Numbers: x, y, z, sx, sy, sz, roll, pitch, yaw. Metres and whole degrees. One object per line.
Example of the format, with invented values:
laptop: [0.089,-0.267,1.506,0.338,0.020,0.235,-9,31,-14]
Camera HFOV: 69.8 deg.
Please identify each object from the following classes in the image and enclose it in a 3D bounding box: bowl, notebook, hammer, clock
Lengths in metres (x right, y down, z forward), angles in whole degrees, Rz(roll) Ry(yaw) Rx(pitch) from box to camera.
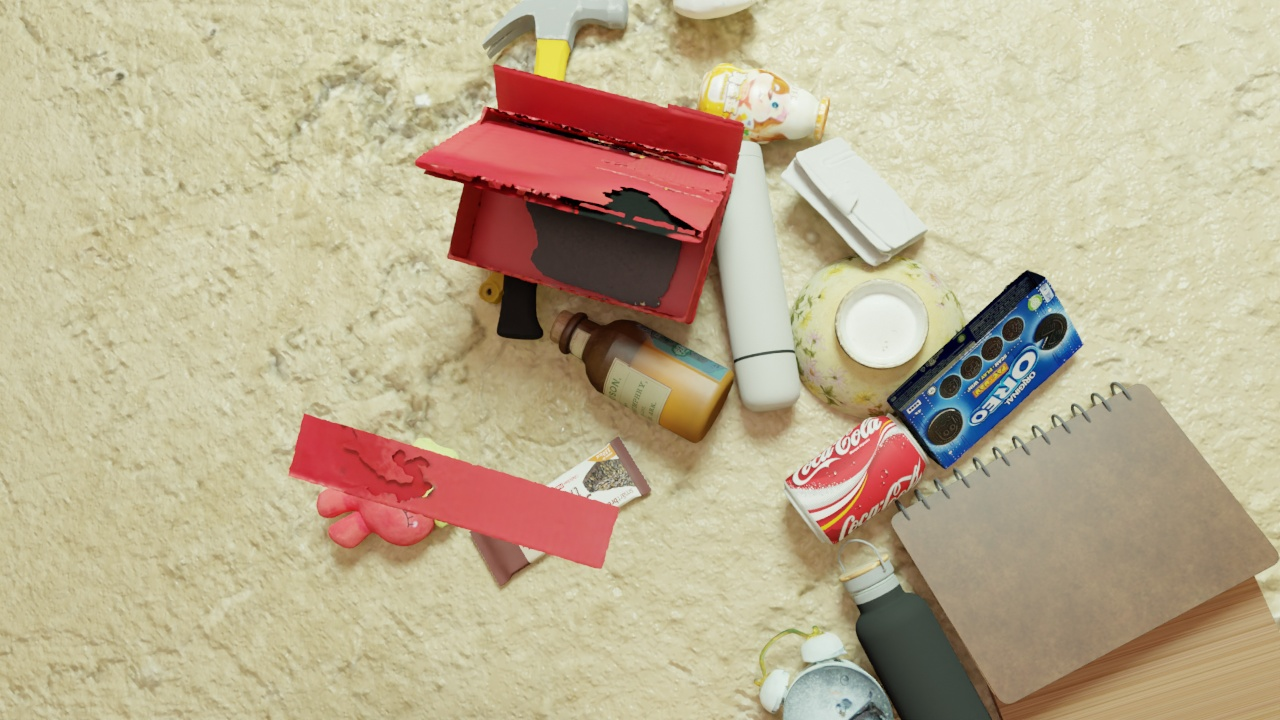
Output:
bowl: [0.193,-0.026,0.743,0.145,0.063,0.145,-1,82,9]
notebook: [0.327,0.132,0.701,0.225,0.024,0.167,-29,68,3]
hammer: [-0.091,-0.177,0.814,0.127,0.029,0.323,5,80,8]
notebook: [0.372,0.224,0.702,0.210,0.022,0.169,-20,81,7]
clock: [0.143,0.264,0.718,0.083,0.057,0.117,-42,78,3]

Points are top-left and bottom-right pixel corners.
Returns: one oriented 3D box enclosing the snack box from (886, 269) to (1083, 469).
snack box: [0.271,0.009,0.720,0.150,0.027,0.082,-44,120,3]

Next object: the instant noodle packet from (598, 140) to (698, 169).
instant noodle packet: [-0.003,-0.133,0.803,0.099,0.039,0.135,8,85,18]

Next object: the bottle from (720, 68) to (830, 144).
bottle: [0.104,-0.215,0.781,0.109,0.063,0.063,13,85,10]

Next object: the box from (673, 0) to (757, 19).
box: [0.063,-0.377,0.811,0.083,0.143,0.137,-2,112,12]

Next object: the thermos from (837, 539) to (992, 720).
thermos: [0.218,0.244,0.706,0.061,0.061,0.231,-28,79,5]

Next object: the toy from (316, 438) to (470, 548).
toy: [-0.216,0.118,0.804,0.135,0.045,0.091,-18,78,1]

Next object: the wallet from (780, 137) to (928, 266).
wallet: [0.181,-0.136,0.756,0.116,0.032,0.086,46,49,12]

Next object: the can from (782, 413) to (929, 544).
can: [0.171,0.094,0.731,0.105,0.064,0.064,-37,79,3]

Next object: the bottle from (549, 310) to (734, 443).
bottle: [-0.005,0.005,0.771,0.157,0.068,0.068,28,88,12]

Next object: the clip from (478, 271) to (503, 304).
clip: [-0.125,-0.074,0.822,0.054,0.044,0.049,38,65,10]

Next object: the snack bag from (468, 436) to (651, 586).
snack bag: [-0.070,0.131,0.794,0.158,0.013,0.057,-32,80,4]

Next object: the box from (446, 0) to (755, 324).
box: [-0.008,-0.276,0.658,0.215,0.140,0.512,16,112,8]

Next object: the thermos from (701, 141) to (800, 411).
thermos: [0.093,-0.069,0.770,0.052,0.052,0.224,-10,82,8]
